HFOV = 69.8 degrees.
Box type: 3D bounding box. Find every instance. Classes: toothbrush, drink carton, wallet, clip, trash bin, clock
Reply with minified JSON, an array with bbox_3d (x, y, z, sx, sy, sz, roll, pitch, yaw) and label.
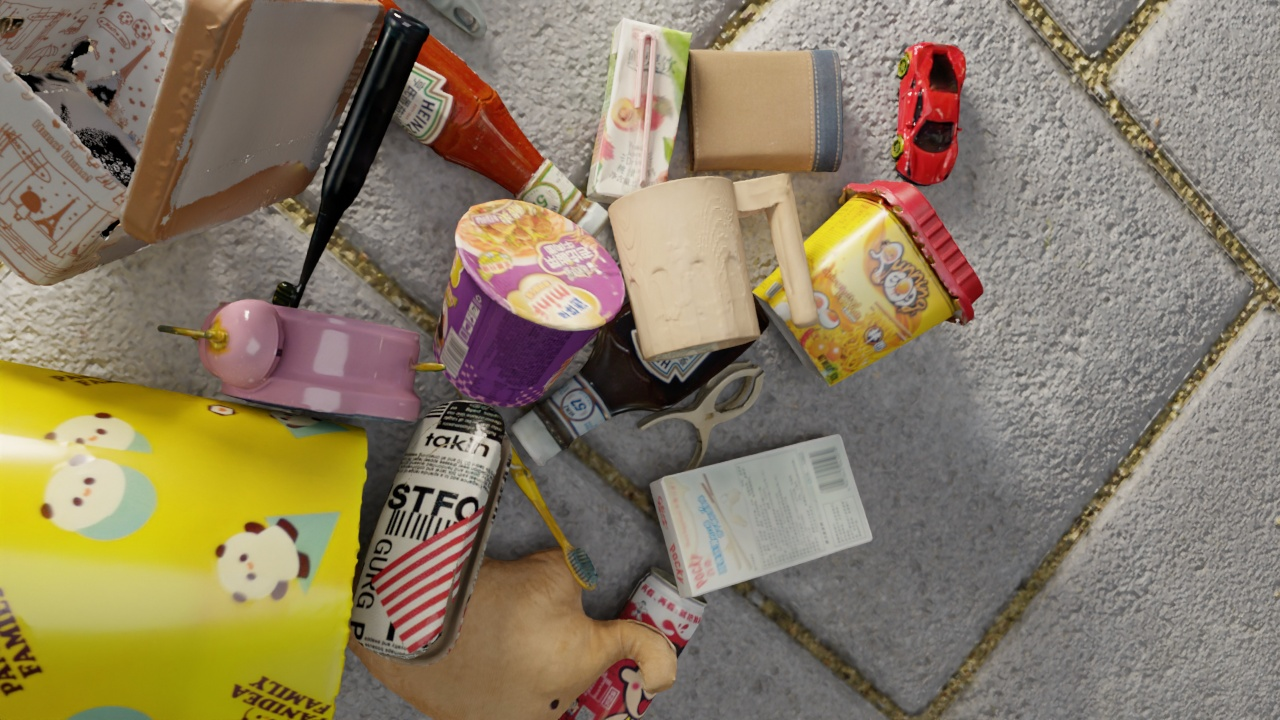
[{"bbox_3d":[-0.187,-0.116,0.575,0.027,0.026,0.213,29,111,-6],"label":"toothbrush"},{"bbox_3d":[-0.001,-0.170,0.639,0.053,0.045,0.122,9,92,-13],"label":"drink carton"},{"bbox_3d":[-0.082,0.073,0.626,0.016,0.018,0.191,-27,80,-35],"label":"toothbrush"},{"bbox_3d":[0.090,-0.181,0.668,0.115,0.033,0.090,-4,93,-13],"label":"wallet"},{"bbox_3d":[0.049,0.034,0.678,0.097,0.034,0.061,-42,104,2],"label":"clip"},{"bbox_3d":[-0.296,0.113,0.509,0.255,0.230,0.229,9,93,-20],"label":"trash bin"},{"bbox_3d":[-0.209,-0.002,0.563,0.158,0.117,0.060,10,88,-29],"label":"clock"}]

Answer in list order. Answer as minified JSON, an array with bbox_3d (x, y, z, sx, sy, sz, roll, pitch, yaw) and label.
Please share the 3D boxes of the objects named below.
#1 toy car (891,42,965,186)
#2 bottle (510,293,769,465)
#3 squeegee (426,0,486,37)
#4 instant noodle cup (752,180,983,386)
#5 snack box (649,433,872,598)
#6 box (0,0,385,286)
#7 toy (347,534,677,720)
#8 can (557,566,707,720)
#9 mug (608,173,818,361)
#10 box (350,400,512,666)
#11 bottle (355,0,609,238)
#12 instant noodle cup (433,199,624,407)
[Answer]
[{"bbox_3d":[0.222,-0.187,0.700,0.049,0.031,0.106,3,96,-13],"label":"toy car"},{"bbox_3d":[-0.004,0.004,0.655,0.194,0.044,0.080,-36,97,-7],"label":"bottle"},{"bbox_3d":[-0.196,-0.290,0.568,0.249,0.040,0.248,34,121,-30],"label":"squeegee"},{"bbox_3d":[0.156,-0.052,0.660,0.124,0.116,0.116,-37,103,3],"label":"instant noodle cup"},{"bbox_3d":[0.090,0.111,0.670,0.156,0.027,0.084,-11,79,-23],"label":"snack box"},{"bbox_3d":[-0.245,-0.151,0.482,0.192,0.182,0.156,-38,103,15],"label":"box"},{"bbox_3d":[-0.090,0.187,0.621,0.226,0.082,0.143,29,84,-7],"label":"toy"},{"bbox_3d":[-0.006,0.220,0.668,0.053,0.053,0.132,33,87,-14],"label":"can"},{"bbox_3d":[0.049,-0.061,0.602,0.124,0.084,0.103,-11,86,-8],"label":"mug"},{"bbox_3d":[-0.127,0.107,0.575,0.075,0.081,0.163,5,64,13],"label":"box"},{"bbox_3d":[-0.108,-0.150,0.607,0.206,0.060,0.059,40,85,-14],"label":"bottle"},{"bbox_3d":[-0.079,-0.030,0.593,0.111,0.111,0.099,20,132,-15],"label":"instant noodle cup"}]
